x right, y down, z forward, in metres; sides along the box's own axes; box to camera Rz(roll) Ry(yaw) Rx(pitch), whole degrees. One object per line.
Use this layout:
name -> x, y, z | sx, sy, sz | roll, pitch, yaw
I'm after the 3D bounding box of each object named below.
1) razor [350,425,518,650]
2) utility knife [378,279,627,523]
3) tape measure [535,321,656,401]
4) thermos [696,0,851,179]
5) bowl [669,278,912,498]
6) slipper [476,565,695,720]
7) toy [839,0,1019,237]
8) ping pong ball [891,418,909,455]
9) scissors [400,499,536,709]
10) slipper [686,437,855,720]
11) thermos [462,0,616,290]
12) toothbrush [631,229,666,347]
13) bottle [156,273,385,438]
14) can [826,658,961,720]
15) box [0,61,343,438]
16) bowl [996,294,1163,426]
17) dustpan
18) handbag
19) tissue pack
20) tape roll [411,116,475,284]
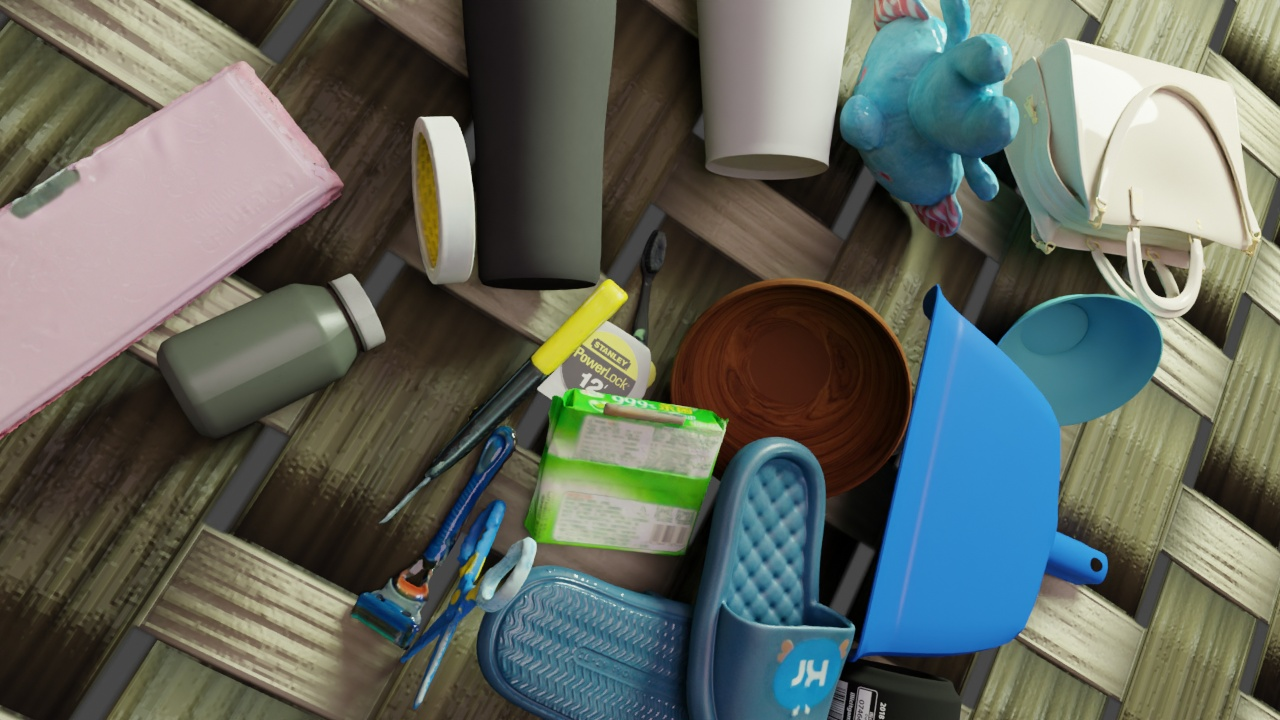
razor -> -0.113, 0.100, 0.544 | 0.044, 0.018, 0.140 | 25, 70, 22
utility knife -> -0.082, 0.025, 0.546 | 0.020, 0.029, 0.197 | 44, 81, 1
tape measure -> -0.028, 0.010, 0.579 | 0.064, 0.017, 0.065 | 35, 81, -4
thermos -> 0.088, -0.239, 0.608 | 0.131, 0.132, 0.222 | 2, 91, -20
bowl -> 0.096, 0.011, 0.594 | 0.147, 0.068, 0.147 | 4, 111, 9
slipper -> -0.007, 0.186, 0.552 | 0.213, 0.059, 0.103 | 28, 79, -29
toy -> 0.187, -0.165, 0.609 | 0.115, 0.180, 0.183 | -13, 103, 2
ping pong ball -> 0.173, 0.047, 0.643 | 0.040, 0.040, 0.040 | 2, 83, -20
scissors -> -0.094, 0.132, 0.507 | 0.016, 0.125, 0.125 | 33, 58, -21
slipper -> 0.078, 0.152, 0.535 | 0.103, 0.059, 0.213 | 5, 86, -35
thermos -> -0.061, -0.155, 0.554 | 0.105, 0.106, 0.218 | 0, 89, -20
toothbrush -> -0.004, 0.003, 0.597 | 0.014, 0.017, 0.188 | 12, 81, -13
bottle -> -0.199, -0.005, 0.502 | 0.108, 0.060, 0.060 | -29, 94, -21
can -> 0.146, 0.263, 0.558 | 0.080, 0.080, 0.146 | 15, 78, -18
box -> -0.280, -0.060, 0.495 | 0.232, 0.041, 0.098 | -44, 106, -19
bowl -> 0.317, -0.011, 0.686 | 0.121, 0.121, 0.046 | 25, 35, -16
dustpan -> 0.254, 0.112, 0.638 | 0.257, 0.060, 0.245 | 23, 74, -24
handbag -> 0.375, -0.123, 0.690 | 0.194, 0.101, 0.197 | 5, 69, -21
tissue pack -> -0.008, 0.069, 0.558 | 0.114, 0.034, 0.100 | 11, 110, -18
tape roll -> -0.114, -0.091, 0.525 | 0.019, 0.094, 0.094 | -7, 86, -21
